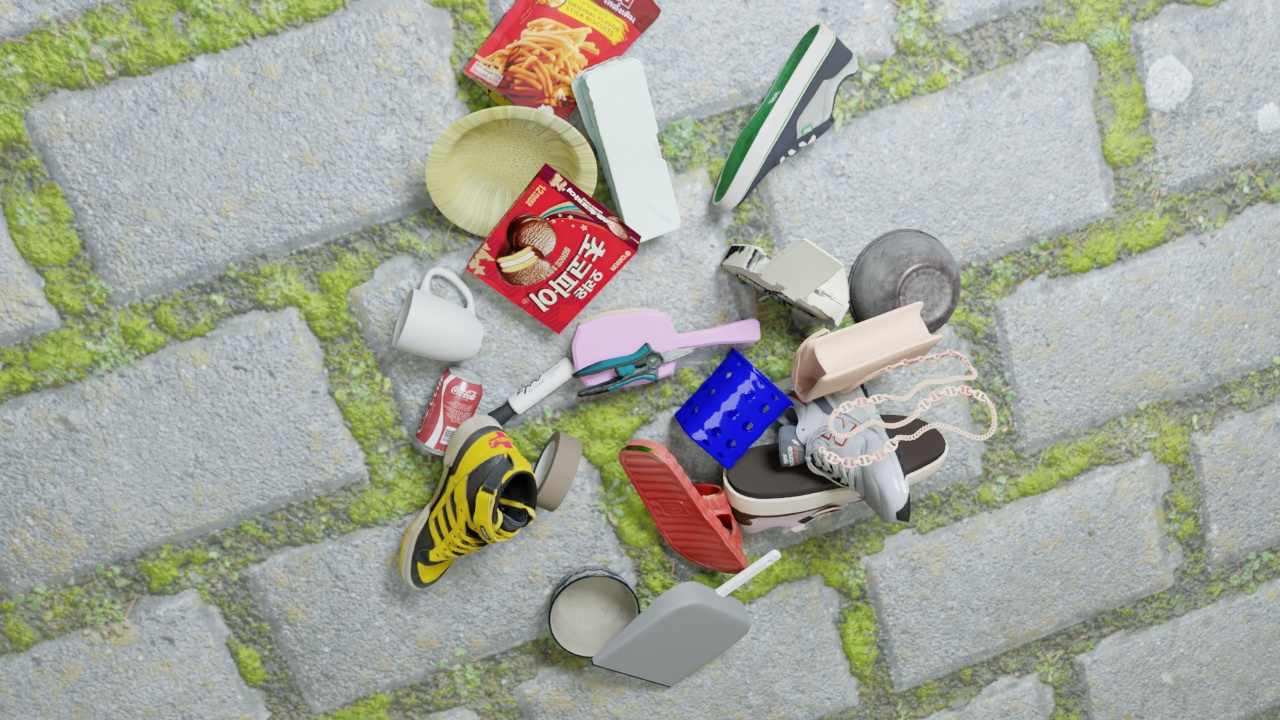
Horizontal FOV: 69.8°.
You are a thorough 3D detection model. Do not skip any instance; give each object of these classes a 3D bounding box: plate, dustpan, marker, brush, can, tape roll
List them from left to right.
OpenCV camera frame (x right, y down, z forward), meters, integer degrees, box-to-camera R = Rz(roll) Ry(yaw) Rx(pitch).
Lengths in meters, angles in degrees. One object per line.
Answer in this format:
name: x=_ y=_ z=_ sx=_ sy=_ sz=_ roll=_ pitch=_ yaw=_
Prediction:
can: x=-0.225 y=0.060 z=1.086 sx=0.054 sy=0.054 sz=0.096 roll=23 pitch=99 yaw=-14
plate: x=-0.142 y=-0.212 z=1.010 sx=0.184 sy=0.036 sz=0.185 roll=-5 pitch=141 yaw=-5
marker: x=-0.134 y=0.041 z=1.111 sx=0.126 sy=0.025 sz=0.025 roll=-36 pitch=107 yaw=1
tape roll: x=-0.103 y=0.133 z=1.104 sx=0.030 sy=0.093 sz=0.094 roll=24 pitch=99 yaw=-15
brush: x=0.030 y=-0.024 z=1.112 sx=0.228 sy=0.043 sz=0.089 roll=-9 pitch=105 yaw=-7
dustpan: x=0.080 y=0.325 z=1.167 sx=0.258 sy=0.033 sz=0.163 roll=-40 pitch=134 yaw=19

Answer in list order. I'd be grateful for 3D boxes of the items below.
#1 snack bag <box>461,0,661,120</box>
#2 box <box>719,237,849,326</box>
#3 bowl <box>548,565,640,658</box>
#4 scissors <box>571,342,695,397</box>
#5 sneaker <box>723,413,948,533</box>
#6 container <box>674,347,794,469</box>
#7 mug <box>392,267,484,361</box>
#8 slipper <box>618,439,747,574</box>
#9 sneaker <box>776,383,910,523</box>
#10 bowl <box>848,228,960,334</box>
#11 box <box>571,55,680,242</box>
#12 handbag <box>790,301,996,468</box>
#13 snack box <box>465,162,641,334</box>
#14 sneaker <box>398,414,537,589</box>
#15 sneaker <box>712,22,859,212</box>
snack bag: x=-0.087 y=-0.359 z=1.012 sx=0.139 sy=0.067 sz=0.208 roll=39 pitch=86 yaw=-11
box: x=0.191 y=-0.101 z=1.051 sx=0.143 sy=0.182 sz=0.081 roll=28 pitch=91 yaw=-18
bowl: x=-0.062 y=0.314 z=1.175 sx=0.115 sy=0.059 sz=0.115 roll=-2 pitch=105 yaw=-9
scissors: x=-0.011 y=0.003 z=1.079 sx=0.135 sy=0.019 sz=0.130 roll=29 pitch=98 yaw=-17
sneaker: x=0.252 y=0.161 z=1.178 sx=0.293 sy=0.111 sz=0.117 roll=-14 pitch=132 yaw=-9
container: x=0.112 y=0.060 z=1.127 sx=0.085 sy=0.084 sz=0.113 roll=41 pitch=96 yaw=-18
mug: x=-0.226 y=-0.052 z=1.057 sx=0.089 sy=0.071 sz=0.107 roll=19 pitch=73 yaw=-22
slipper: x=0.060 y=0.176 z=1.143 sx=0.249 sy=0.104 sz=0.059 roll=55 pitch=48 yaw=-28
sneaker: x=0.229 y=0.108 z=1.095 sx=0.124 sy=0.239 sz=0.089 roll=-13 pitch=128 yaw=3
bowl: x=0.337 y=-0.087 z=1.135 sx=0.145 sy=0.067 sz=0.145 roll=-2 pitch=105 yaw=-9
box: x=-0.012 y=-0.231 z=1.022 sx=0.085 sy=0.073 sz=0.199 roll=-40 pitch=125 yaw=-36
handbag: x=0.266 y=0.047 z=1.047 sx=0.198 sy=0.117 sz=0.187 roll=-19 pitch=69 yaw=-9
snack box: x=-0.099 y=-0.121 z=1.033 sx=0.132 sy=0.035 sz=0.152 roll=36 pitch=125 yaw=-16
sneaker: x=-0.197 y=0.194 z=1.073 sx=0.086 sy=0.122 sz=0.239 roll=6 pitch=114 yaw=-48
sneaker: x=0.170 y=-0.264 z=1.055 sx=0.079 sy=0.084 sz=0.235 roll=32 pitch=94 yaw=-16
